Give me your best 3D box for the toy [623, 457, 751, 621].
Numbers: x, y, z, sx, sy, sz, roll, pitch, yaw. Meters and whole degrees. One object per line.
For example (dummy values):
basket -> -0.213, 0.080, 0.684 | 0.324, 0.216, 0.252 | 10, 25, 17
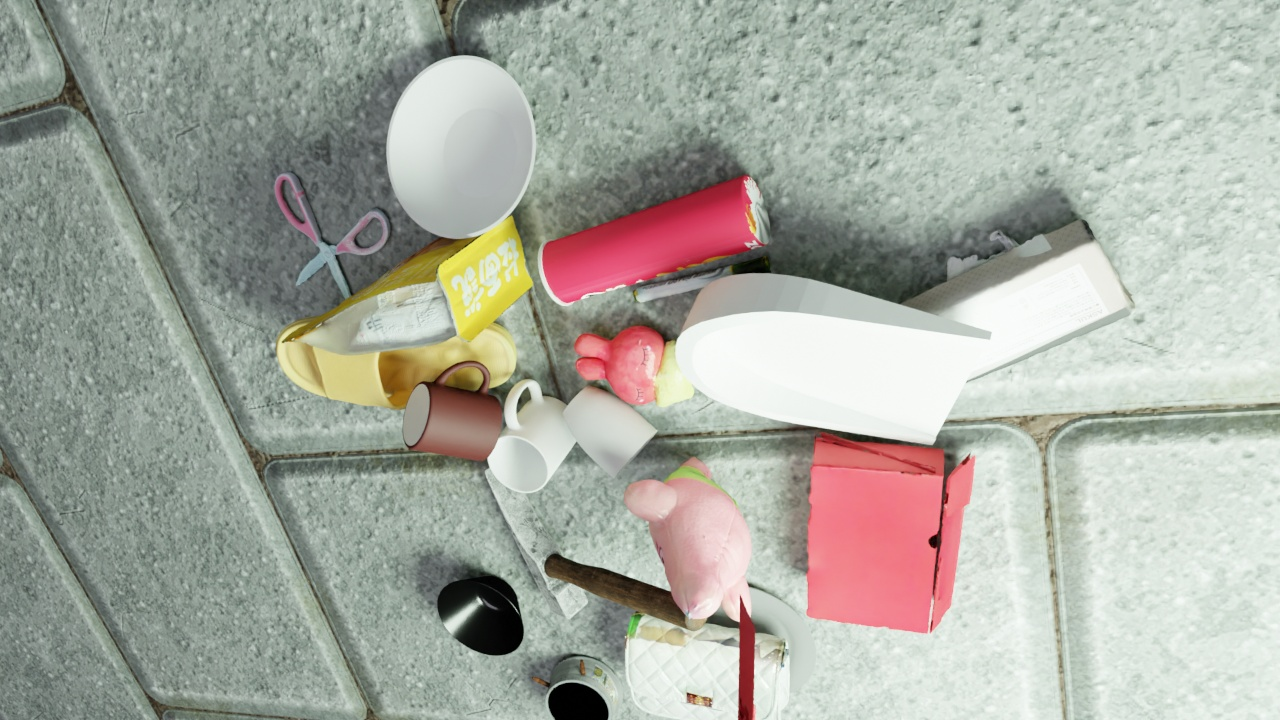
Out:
toy -> 0.060, 0.191, 0.931 | 0.097, 0.236, 0.192 | -37, 100, 16

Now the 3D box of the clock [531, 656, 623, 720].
clock -> -0.071, 0.462, 1.230 | 0.104, 0.056, 0.148 | -25, 101, 20

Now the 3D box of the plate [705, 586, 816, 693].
plate -> 0.126, 0.341, 1.118 | 0.178, 0.012, 0.179 | 9, 119, 16

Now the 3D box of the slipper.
slipper -> -0.269, 0.007, 1.007 | 0.263, 0.078, 0.100 | -3, 121, -2

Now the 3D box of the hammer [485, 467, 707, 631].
hammer -> -0.049, 0.222, 1.030 | 0.301, 0.037, 0.218 | 2, 121, 51

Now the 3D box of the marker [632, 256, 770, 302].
marker -> 0.059, -0.080, 0.918 | 0.147, 0.017, 0.017 | -12, 111, 25

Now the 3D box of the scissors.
scissors -> -0.348, -0.138, 1.043 | 0.176, 0.013, 0.170 | -8, 113, 24

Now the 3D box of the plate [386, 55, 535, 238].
plate -> -0.170, -0.207, 0.906 | 0.174, 0.036, 0.174 | 2, 95, 24

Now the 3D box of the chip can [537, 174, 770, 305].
chip can -> 0.011, -0.113, 0.888 | 0.221, 0.069, 0.069 | -14, 111, 26

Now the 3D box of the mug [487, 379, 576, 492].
mug -> -0.123, 0.077, 1.025 | 0.074, 0.090, 0.110 | -3, 115, 22

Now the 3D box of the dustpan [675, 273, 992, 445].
dustpan -> 0.163, 0.009, 0.853 | 0.258, 0.053, 0.192 | 18, 150, 13

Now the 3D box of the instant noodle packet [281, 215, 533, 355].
instant noodle packet -> -0.244, -0.066, 0.954 | 0.222, 0.162, 0.084 | -10, 114, 25

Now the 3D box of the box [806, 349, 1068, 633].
box -> 0.333, 0.138, 1.018 | 0.148, 0.373, 0.213 | 27, 134, 43

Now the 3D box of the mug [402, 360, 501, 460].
mug -> -0.198, 0.050, 0.985 | 0.073, 0.082, 0.105 | 16, 91, 56

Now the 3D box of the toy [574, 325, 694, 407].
toy -> -0.006, 0.006, 0.971 | 0.135, 0.045, 0.092 | 15, 119, 6

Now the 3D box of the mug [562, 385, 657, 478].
mug -> -0.043, 0.080, 1.020 | 0.089, 0.071, 0.107 | 42, 151, 6

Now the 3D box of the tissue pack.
tissue pack -> 0.322, -0.053, 0.813 | 0.182, 0.071, 0.104 | -27, 120, 33

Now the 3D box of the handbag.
handbag -> 0.080, 0.377, 1.102 | 0.195, 0.072, 0.139 | 4, 117, 18

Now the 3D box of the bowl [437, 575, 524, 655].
bowl -> -0.199, 0.322, 1.206 | 0.124, 0.052, 0.124 | 9, 119, 16
